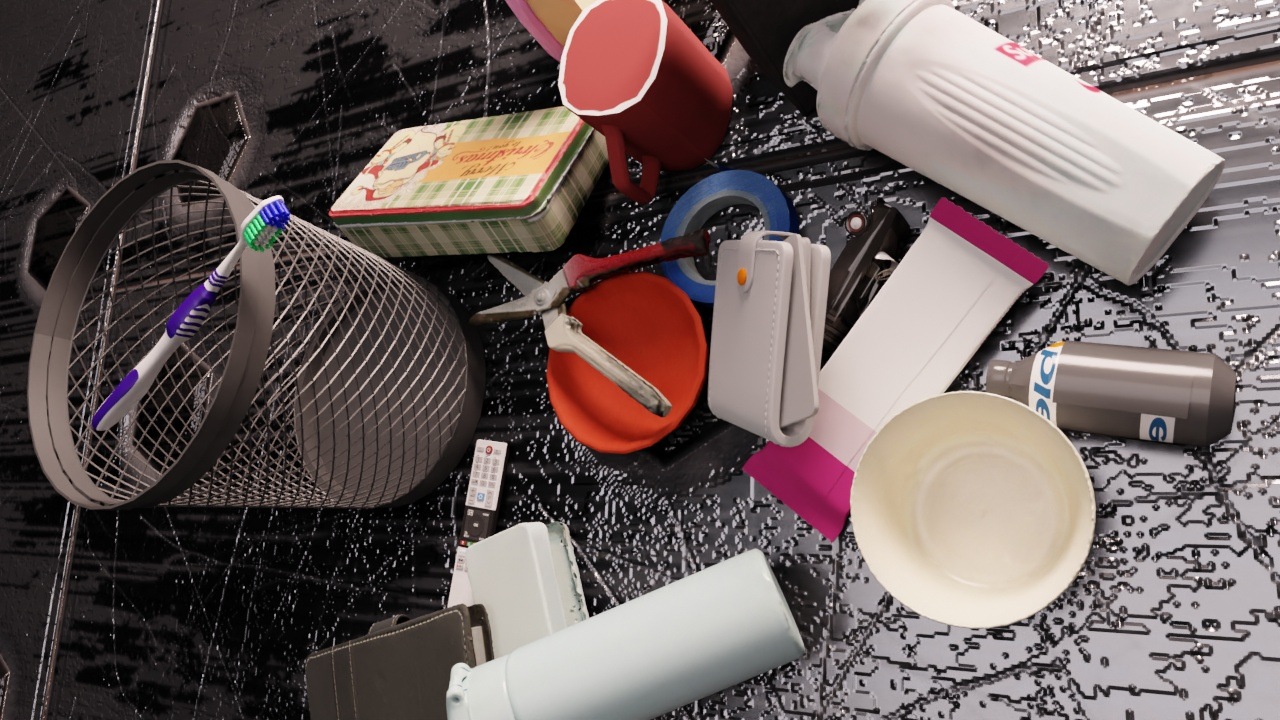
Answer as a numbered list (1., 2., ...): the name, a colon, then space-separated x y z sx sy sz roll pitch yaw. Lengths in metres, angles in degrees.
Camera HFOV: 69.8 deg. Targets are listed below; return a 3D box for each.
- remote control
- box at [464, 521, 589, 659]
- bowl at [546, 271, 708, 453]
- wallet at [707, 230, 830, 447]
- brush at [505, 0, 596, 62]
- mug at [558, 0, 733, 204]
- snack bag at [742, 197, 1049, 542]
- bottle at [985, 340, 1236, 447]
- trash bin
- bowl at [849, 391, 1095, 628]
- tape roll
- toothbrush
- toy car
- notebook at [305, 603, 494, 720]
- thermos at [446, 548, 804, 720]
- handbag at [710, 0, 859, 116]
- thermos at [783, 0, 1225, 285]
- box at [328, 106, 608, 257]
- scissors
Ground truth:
1. remote control: -0.117 0.121 0.671 0.028 0.011 0.124 4 81 32
2. box: -0.066 0.208 0.599 0.083 0.067 0.198 -19 70 6
3. bowl: -0.004 0.004 0.615 0.122 0.035 0.122 -8 75 30
4. wallet: 0.077 -0.014 0.524 0.115 0.037 0.118 -158 71 -69
5. brush: -0.083 -0.287 0.619 0.043 0.228 0.089 -16 71 19
6. mug: 0.002 -0.168 0.615 0.081 0.096 0.116 8 83 32
7. snack bag: 0.141 0.008 0.526 0.070 0.016 0.197 38 105 17
8. bottle: 0.233 0.015 0.462 0.112 0.047 0.047 8 83 32
9. trash bin: -0.256 0.003 0.654 0.218 0.227 0.217 -8 75 30
10. bowl: 0.174 0.078 0.474 0.116 0.062 0.115 -8 74 30
11. tape roll: 0.058 -0.080 0.608 0.091 0.016 0.093 31 96 33
12. toothbrush: -0.254 -0.022 0.513 0.187 0.015 0.016 -45 65 16
13. toy car: 0.129 -0.048 0.543 0.037 0.040 0.092 33 97 31
14. notebook: -0.167 0.265 0.636 0.210 0.029 0.169 -25 67 35
15. thermos: -0.013 0.178 0.528 0.207 0.078 0.065 -25 22 5
16. handbag: 0.122 -0.269 0.522 0.196 0.175 0.072 -40 61 14
17. thermos: 0.191 -0.130 0.502 0.220 0.099 0.099 41 101 26
18. box: -0.129 -0.135 0.692 0.206 0.050 0.117 5 55 32
19. scissors: -0.033 -0.032 0.609 0.199 0.015 0.179 -31 64 23
